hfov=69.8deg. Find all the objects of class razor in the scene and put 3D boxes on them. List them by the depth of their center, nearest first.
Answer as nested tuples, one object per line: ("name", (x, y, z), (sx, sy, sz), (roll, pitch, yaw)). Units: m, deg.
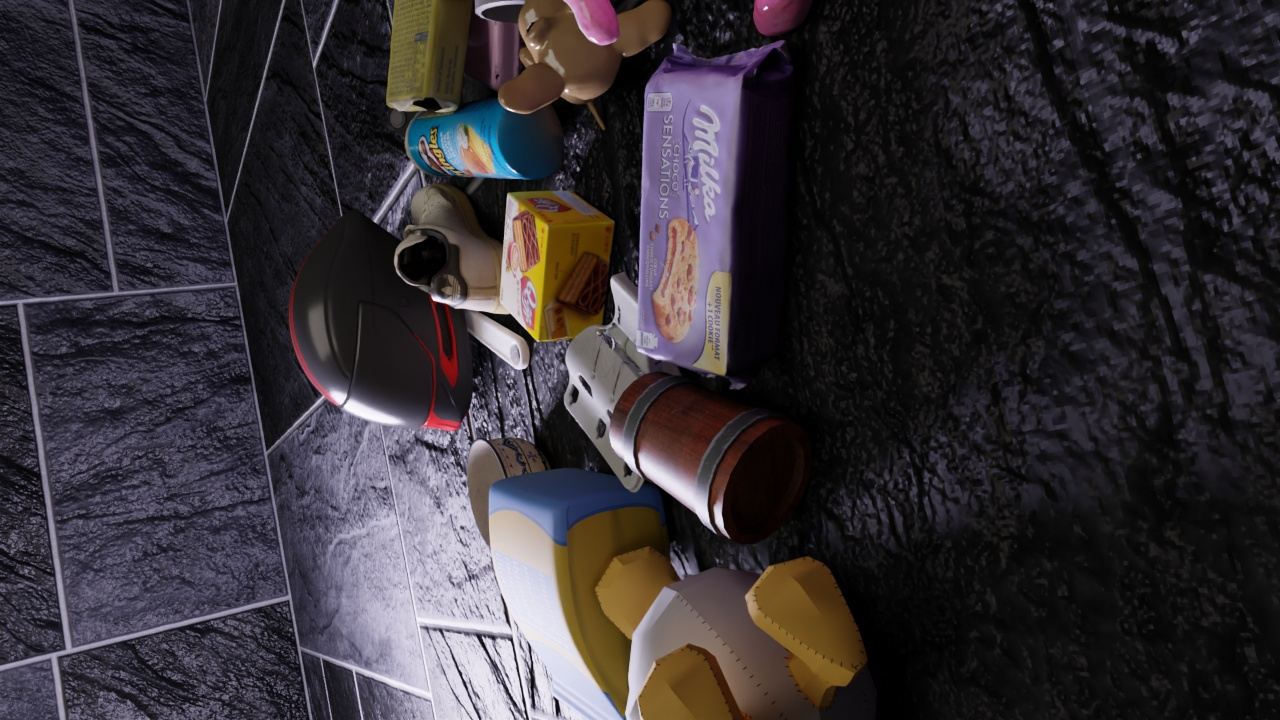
("razor", (-0.253, -0.274, 1.039), (0.156, 0.060, 0.057), (-122, 45, -67))

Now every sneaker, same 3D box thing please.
("sneaker", (-0.214, -0.115, 0.960), (0.241, 0.102, 0.089), (44, 134, 47))

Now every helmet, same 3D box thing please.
("helmet", (-0.301, -0.038, 1.025), (0.165, 0.169, 0.264), (-18, 83, 58))

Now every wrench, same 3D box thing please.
("wrench", (-0.187, -0.043, 1.020), (0.273, 0.018, 0.066), (29, 122, 52))

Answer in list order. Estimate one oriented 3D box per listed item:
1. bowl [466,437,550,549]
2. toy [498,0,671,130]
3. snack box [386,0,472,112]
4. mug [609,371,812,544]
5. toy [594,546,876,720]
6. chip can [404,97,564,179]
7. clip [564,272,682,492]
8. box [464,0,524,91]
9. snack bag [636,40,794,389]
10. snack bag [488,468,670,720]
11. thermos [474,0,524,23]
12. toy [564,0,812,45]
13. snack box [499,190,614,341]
("bowl", (-0.124, 0.129, 0.915), (0.116, 0.059, 0.115), (22, 116, 56))
("toy", (-0.050, -0.226, 0.676), (0.106, 0.134, 0.108), (60, 178, -5))
("snack box", (-0.187, -0.316, 0.835), (0.121, 0.045, 0.181), (19, 103, 54))
("mug", (0.047, 0.067, 0.594), (0.111, 0.081, 0.117), (27, 157, 44))
("toy", (0.059, 0.203, 0.561), (0.246, 0.140, 0.268), (50, 165, 17))
("chip can", (-0.143, -0.204, 0.844), (0.230, 0.079, 0.080), (19, 114, 56))
("clip", (0.003, 0.005, 0.689), (0.126, 0.091, 0.152), (45, 120, 43))
("box", (-0.156, -0.348, 0.864), (0.201, 0.044, 0.155), (42, 131, 46))
("snack bag", (0.048, -0.090, 0.572), (0.096, 0.058, 0.205), (20, 111, 52))
("snack bag", (-0.049, 0.200, 0.759), (0.159, 0.102, 0.205), (-1, 95, 61))
("thermos", (-0.084, -0.372, 0.707), (0.108, 0.083, 0.198), (3, 99, 25))
("toy", (0.021, -0.247, 0.466), (0.266, 0.127, 0.187), (6, 123, 40))
("snack box", (-0.073, -0.080, 0.771), (0.083, 0.061, 0.106), (42, 132, 47))
